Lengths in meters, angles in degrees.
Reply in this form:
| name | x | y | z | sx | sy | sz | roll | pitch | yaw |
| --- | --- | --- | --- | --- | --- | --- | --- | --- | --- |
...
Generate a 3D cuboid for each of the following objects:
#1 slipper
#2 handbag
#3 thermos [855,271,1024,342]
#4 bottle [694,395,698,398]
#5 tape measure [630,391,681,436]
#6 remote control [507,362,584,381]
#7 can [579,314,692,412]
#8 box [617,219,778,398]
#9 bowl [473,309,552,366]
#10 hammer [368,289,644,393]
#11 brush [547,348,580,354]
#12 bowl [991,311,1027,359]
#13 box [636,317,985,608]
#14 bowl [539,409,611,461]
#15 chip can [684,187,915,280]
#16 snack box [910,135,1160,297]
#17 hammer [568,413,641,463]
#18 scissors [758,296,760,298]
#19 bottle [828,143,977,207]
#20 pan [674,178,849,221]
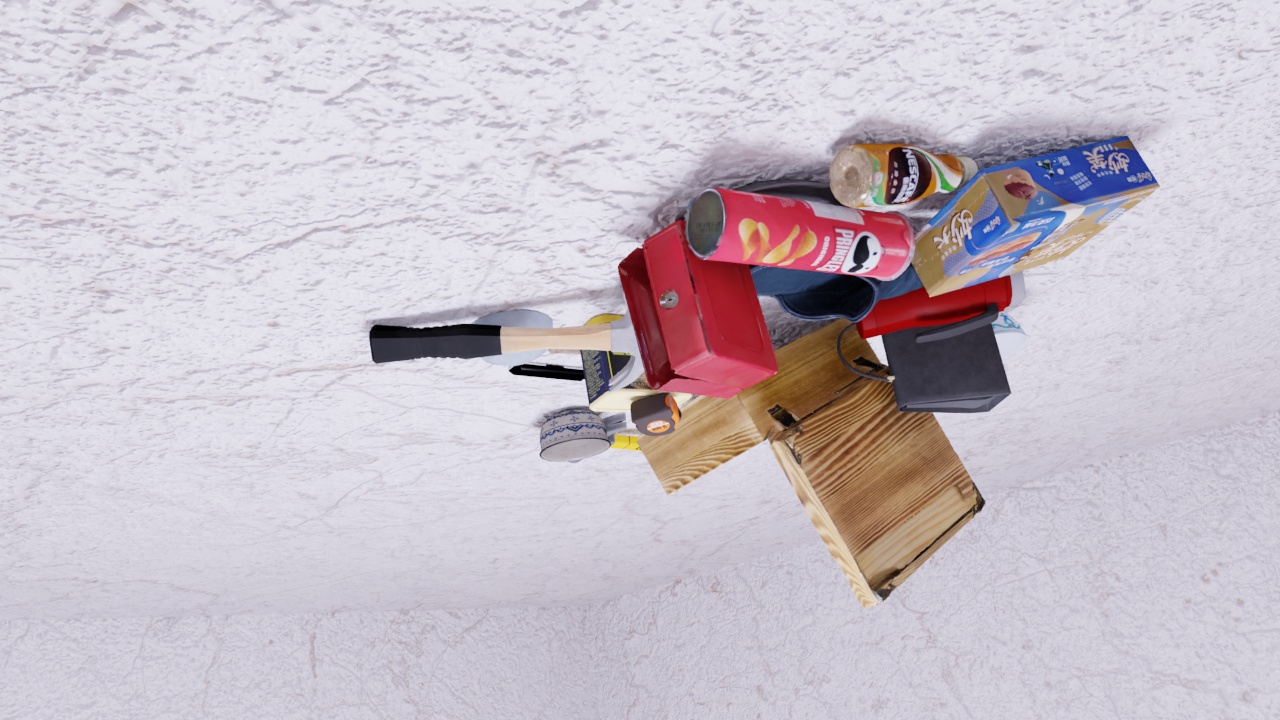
| name | x | y | z | sx | sy | sz | roll | pitch | yaw |
| --- | --- | --- | --- | --- | --- | --- | --- | --- | --- |
| slipper | 0.235 | -0.078 | 1.041 | 0.265 | 0.083 | 0.109 | -4 | 156 | -22 |
| handbag | 0.355 | -0.018 | 1.202 | 0.195 | 0.175 | 0.072 | -5 | 158 | -5 |
| thermos | 0.371 | -0.076 | 1.148 | 0.199 | 0.108 | 0.084 | -13 | 143 | 6 |
| bottle | 0.100 | 0.098 | 1.550 | 0.045 | 0.045 | 0.185 | -9 | 166 | -4 |
| tape measure | 0.021 | 0.065 | 1.148 | 0.058 | 0.038 | 0.059 | -18 | 144 | 18 |
| remote control | -0.124 | 0.017 | 1.278 | 0.124 | 0.011 | 0.028 | 7 | 153 | -37 |
| can | -0.007 | 0.007 | 1.181 | 0.135 | 0.104 | 0.075 | 3 | 155 | -32 |
| box | 0.062 | -0.049 | 0.934 | 0.129 | 0.157 | 0.098 | 10 | 146 | -45 |
| bowl | -0.157 | -0.021 | 1.128 | 0.106 | 0.039 | 0.106 | -9 | 159 | -4 |
| hammer | -0.145 | -0.024 | 1.066 | 0.328 | 0.131 | 0.039 | -2 | -156 | -3 |
| brush | -0.055 | -0.013 | 1.236 | 0.151 | 0.012 | 0.039 | 4 | 155 | -33 |
| bowl | 0.474 | -0.042 | 1.327 | 0.144 | 0.074 | 0.144 | -9 | 159 | -4 |
| box | 0.238 | 0.145 | 1.240 | 0.278 | 0.336 | 0.287 | -23 | 168 | -39 |
| bowl | -0.109 | 0.117 | 1.476 | 0.115 | 0.059 | 0.116 | -9 | 159 | -4 |
| chip can | 0.159 | -0.124 | 0.904 | 0.232 | 0.073 | 0.073 | 2 | 156 | -28 |
| snack box | 0.411 | -0.151 | 0.977 | 0.202 | 0.069 | 0.155 | -15 | 162 | -21 |
| hammer | 0.037 | 0.150 | 1.632 | 0.324 | 0.034 | 0.170 | 9 | 151 | -29 |
| scissors | 0.103 | -0.055 | 1.161 | 0.095 | 0.015 | 0.143 | -6 | 145 | -35 |
| bottle | 0.263 | -0.182 | 0.897 | 0.166 | 0.059 | 0.059 | -8 | 161 | -31 |
| pan | 0.172 | -0.134 | 1.018 | 0.353 | 0.024 | 0.217 | 10 | 151 | -42 |
